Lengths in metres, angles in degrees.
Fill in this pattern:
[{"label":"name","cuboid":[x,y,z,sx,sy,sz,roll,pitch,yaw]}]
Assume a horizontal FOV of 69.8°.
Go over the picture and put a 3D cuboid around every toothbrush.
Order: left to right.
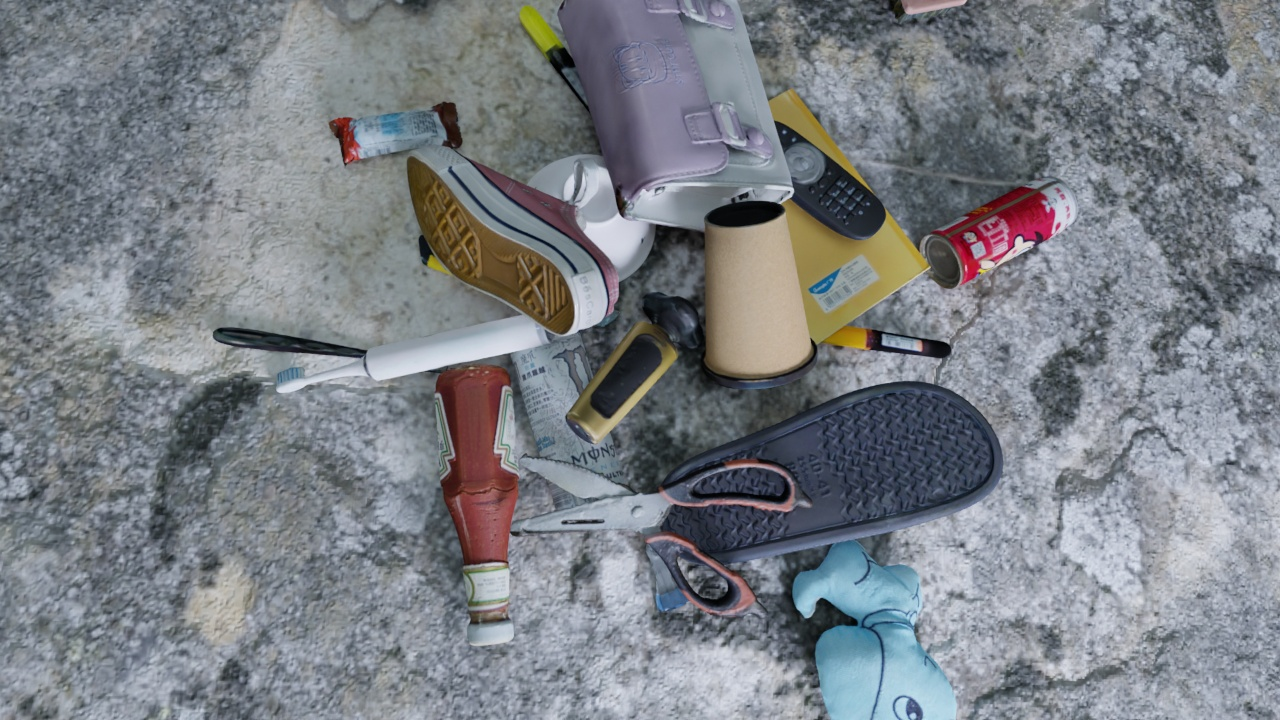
[{"label":"toothbrush","cuboid":[-0.243,-0.009,0.720,0.181,0.018,0.015,8,81,-6]},{"label":"toothbrush","cuboid":[-0.176,-0.003,0.696,0.221,0.027,0.026,-12,65,8]}]

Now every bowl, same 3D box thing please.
[{"label":"bowl","cuboid":[-0.040,-0.124,0.749,0.118,0.065,0.118,2,78,-9]}]

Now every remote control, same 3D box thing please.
[{"label":"remote control","cuboid":[0.148,-0.152,0.785,0.136,0.024,0.053,41,74,6]}]

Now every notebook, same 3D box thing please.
[{"label":"notebook","cuboid":[0.135,-0.126,0.796,0.145,0.010,0.206,-33,80,-14]}]

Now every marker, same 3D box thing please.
[{"label":"marker","cuboid":[-0.065,-0.256,0.798,0.018,0.015,0.124,-36,89,-13]},{"label":"marker","cuboid":[0.210,-0.016,0.792,0.124,0.015,0.018,7,73,-8]}]

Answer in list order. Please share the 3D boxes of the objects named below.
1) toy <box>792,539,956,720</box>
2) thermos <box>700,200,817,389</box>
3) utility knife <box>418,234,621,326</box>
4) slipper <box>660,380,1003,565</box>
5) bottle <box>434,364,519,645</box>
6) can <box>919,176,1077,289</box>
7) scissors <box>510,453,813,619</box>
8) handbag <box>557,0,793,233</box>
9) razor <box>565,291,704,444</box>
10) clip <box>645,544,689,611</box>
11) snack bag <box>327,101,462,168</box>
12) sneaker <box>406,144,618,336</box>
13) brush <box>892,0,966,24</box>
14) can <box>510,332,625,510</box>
[{"label":"toy","cuboid":[0.184,0.233,0.721,0.161,0.050,0.156,26,74,2]},{"label":"thermos","cuboid":[0.087,-0.046,0.710,0.093,0.093,0.143,-16,116,-12]},{"label":"utility knife","cuboid":[-0.100,-0.066,0.753,0.177,0.015,0.033,21,76,-4]},{"label":"slipper","cuboid":[0.145,0.093,0.734,0.268,0.083,0.110,-17,77,7]},{"label":"bottle","cuboid":[-0.120,0.108,0.695,0.059,0.060,0.206,-4,80,-10]},{"label":"can","cuboid":[0.316,-0.114,0.808,0.132,0.053,0.053,-27,84,-13]},{"label":"scissors","cuboid":[0.020,0.118,0.677,0.189,0.015,0.224,-39,97,-3]},{"label":"handbag","cuboid":[0.028,-0.209,0.732,0.144,0.099,0.197,-4,71,-31]},{"label":"razor","cuboid":[-0.004,0.004,0.704,0.062,0.068,0.167,43,46,-2]},{"label":"clip","cuboid":[0.020,0.168,0.723,0.027,0.044,0.058,-14,72,-6]},{"label":"snack bag","cuboid":[-0.201,-0.188,0.756,0.105,0.026,0.045,-12,72,-12]},{"label":"sneaker","cuboid":[-0.088,-0.099,0.686,0.087,0.118,0.241,-25,44,-34]},{"label":"brush","cuboid":[0.251,-0.389,0.843,0.063,0.073,0.145,-14,80,-11]},{"label":"can","cuboid":[-0.057,0.046,0.715,0.058,0.058,0.146,-15,82,-12]}]
